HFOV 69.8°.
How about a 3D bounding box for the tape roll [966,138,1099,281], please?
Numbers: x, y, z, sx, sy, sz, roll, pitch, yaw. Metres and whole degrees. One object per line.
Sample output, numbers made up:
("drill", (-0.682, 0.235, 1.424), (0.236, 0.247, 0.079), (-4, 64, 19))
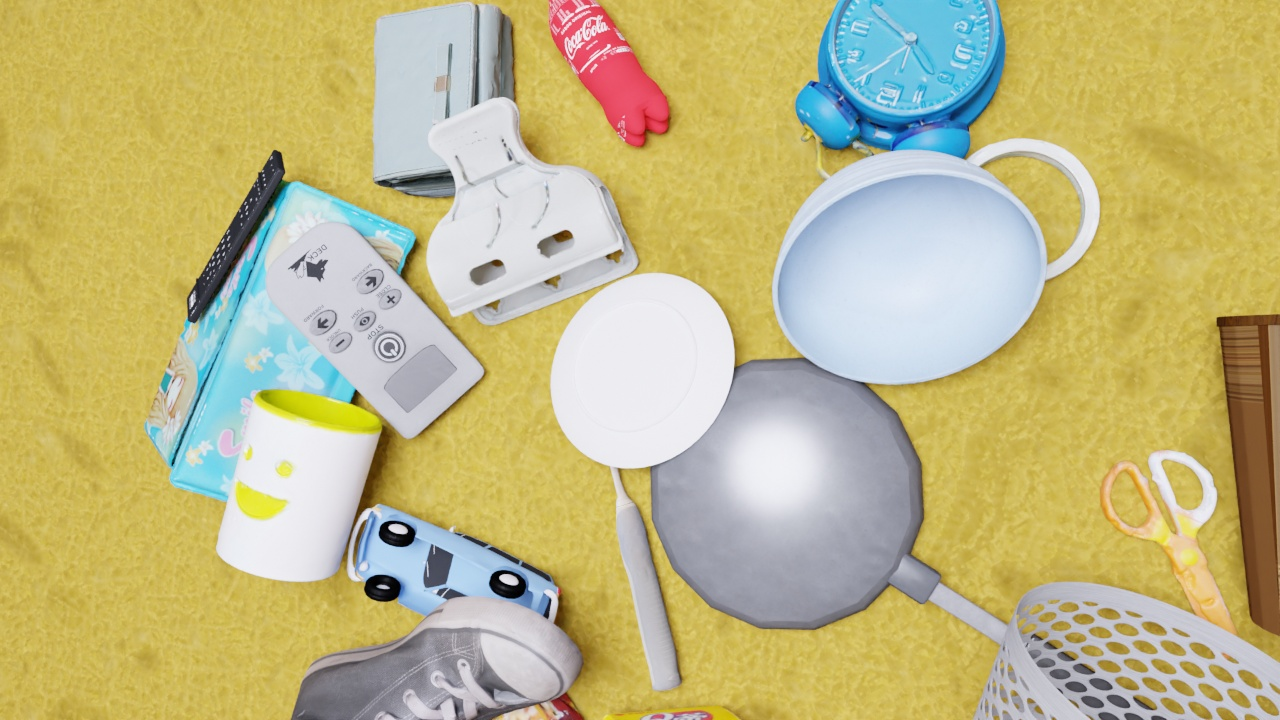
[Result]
("tape roll", (0.237, -0.093, 0.578), (0.093, 0.013, 0.093), (-1, 85, 13))

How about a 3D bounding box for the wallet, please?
("wallet", (-0.141, -0.187, 0.655), (0.100, 0.054, 0.131), (-4, 81, 11))

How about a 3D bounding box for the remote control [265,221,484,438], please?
("remote control", (-0.183, -0.023, 0.629), (0.074, 0.019, 0.151), (-42, 104, -4))

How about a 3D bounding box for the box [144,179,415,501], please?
("box", (-0.277, -0.019, 0.660), (0.171, 0.084, 0.227), (23, 91, 13))

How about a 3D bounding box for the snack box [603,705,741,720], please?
("snack box", (0.023, 0.273, 0.560), (0.083, 0.061, 0.105), (2, 85, -16))

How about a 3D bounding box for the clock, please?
("clock", (0.164, -0.178, 0.577), (0.117, 0.060, 0.161), (19, 93, 13))

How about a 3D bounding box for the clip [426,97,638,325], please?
("clip", (-0.082, -0.091, 0.593), (0.126, 0.104, 0.152), (-21, 125, 8))

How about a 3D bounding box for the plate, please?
("plate", (-0.004, 0.004, 0.605), (0.135, 0.011, 0.134), (-9, 70, 24))

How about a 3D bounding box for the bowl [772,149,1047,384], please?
("bowl", (0.154, -0.065, 0.547), (0.151, 0.151, 0.074), (-6, 40, 12))

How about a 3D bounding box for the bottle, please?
("bottle", (-0.029, -0.212, 0.633), (0.042, 0.042, 0.141), (-35, 79, 8))

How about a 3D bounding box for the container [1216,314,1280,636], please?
("container", (0.380, 0.059, 0.482), (0.132, 0.132, 0.167), (0, 91, 13))

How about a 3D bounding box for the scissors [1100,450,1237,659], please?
("scissors", (0.326, 0.115, 0.544), (0.065, 0.013, 0.128), (-25, 80, 10))

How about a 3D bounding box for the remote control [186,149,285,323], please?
("remote control", (-0.290, -0.087, 0.655), (0.140, 0.009, 0.030), (-50, 42, 19))

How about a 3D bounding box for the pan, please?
("pan", (0.163, 0.131, 0.564), (0.357, 0.041, 0.178), (32, 93, 13))

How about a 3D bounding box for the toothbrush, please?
("toothbrush", (-0.004, 0.125, 0.613), (0.022, 0.024, 0.185), (-11, 81, -28))

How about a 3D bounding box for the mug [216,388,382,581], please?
("mug", (-0.225, 0.081, 0.607), (0.082, 0.082, 0.106), (18, 95, 13))

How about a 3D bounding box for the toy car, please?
("toy car", (-0.125, 0.147, 0.621), (0.153, 0.054, 0.056), (21, 105, 13))

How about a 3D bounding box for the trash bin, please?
("trash bin", (0.236, 0.234, 0.462), (0.156, 0.156, 0.183), (18, 111, 13))

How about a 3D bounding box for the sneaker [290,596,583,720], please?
("sneaker", (-0.140, 0.226, 0.555), (0.235, 0.119, 0.095), (-21, 118, 23))

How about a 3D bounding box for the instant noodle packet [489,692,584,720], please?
("instant noodle packet", (-0.085, 0.284, 0.610), (0.135, 0.039, 0.098), (-39, 76, 4))
